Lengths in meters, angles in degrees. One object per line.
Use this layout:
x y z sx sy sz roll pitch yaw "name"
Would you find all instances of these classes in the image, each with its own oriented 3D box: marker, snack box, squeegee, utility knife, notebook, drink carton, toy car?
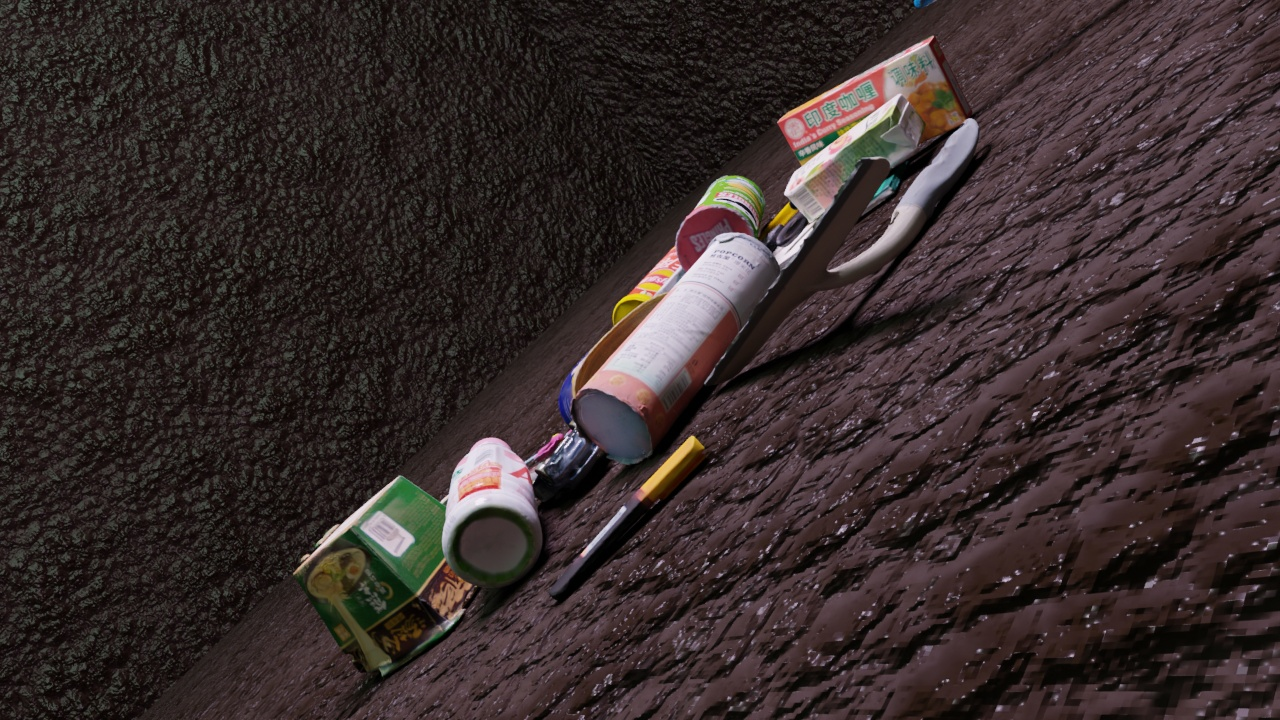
-0.007 0.093 0.534 0.123 0.015 0.018 -45 7 -7 "marker"
0.209 -0.220 0.830 0.156 0.077 0.026 -20 20 40 "snack box"
0.169 -0.095 0.606 0.245 0.039 0.247 -40 -11 -30 "squeegee"
0.133 -0.133 0.964 0.033 0.015 0.197 -43 -2 -23 "utility knife"
-0.191 0.161 0.713 0.118 0.105 0.118 -37 10 25 "snack box"
0.194 -0.152 0.880 0.151 0.012 0.208 -35 10 34 "notebook"
0.190 -0.176 0.812 0.123 0.045 0.053 -33 16 39 "drink carton"
-0.062 0.086 0.749 0.054 0.037 0.121 -53 2 -23 "toy car"

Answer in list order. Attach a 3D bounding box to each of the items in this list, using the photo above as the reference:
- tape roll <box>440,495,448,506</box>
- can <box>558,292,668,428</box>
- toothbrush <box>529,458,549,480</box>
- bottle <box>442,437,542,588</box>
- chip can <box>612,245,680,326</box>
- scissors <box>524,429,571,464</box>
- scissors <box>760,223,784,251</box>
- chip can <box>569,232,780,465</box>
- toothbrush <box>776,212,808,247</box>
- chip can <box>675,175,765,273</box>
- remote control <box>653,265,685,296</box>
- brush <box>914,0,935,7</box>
-0.160 0.145 0.845 0.086 0.014 0.085 -20 34 14 "tape roll"
-0.005 0.005 0.773 0.147 0.074 0.049 -45 5 -26 "can"
-0.156 0.140 0.878 0.187 0.017 0.016 -33 13 0 "toothbrush"
-0.115 0.106 0.706 0.068 0.068 0.197 -42 14 0 "bottle"
0.048 -0.089 1.027 0.073 0.073 0.215 -35 10 42 "chip can"
-0.073 0.076 0.913 0.124 0.017 0.133 -34 -1 -5 "scissors"
0.083 -0.065 0.907 0.174 0.014 0.140 -48 4 31 "scissors"
0.033 -0.015 0.706 0.071 0.071 0.214 -32 13 49 "chip can"
0.174 -0.155 0.888 0.180 0.015 0.018 -47 4 -39 "toothbrush"
0.084 -0.136 0.910 0.072 0.072 0.235 -39 8 19 "chip can"
0.062 -0.080 0.963 0.019 0.056 0.134 -37 9 42 "remote control"
0.370 -0.342 0.696 0.315 0.109 0.060 -36 12 34 "brush"
